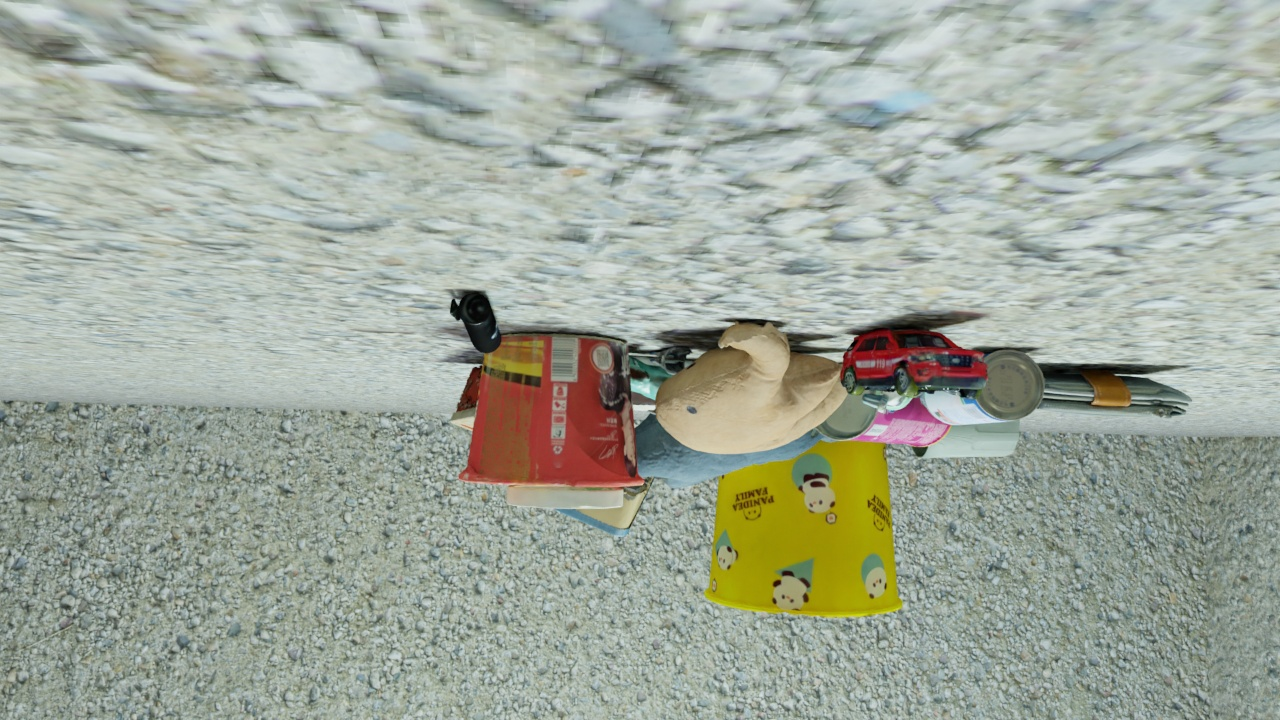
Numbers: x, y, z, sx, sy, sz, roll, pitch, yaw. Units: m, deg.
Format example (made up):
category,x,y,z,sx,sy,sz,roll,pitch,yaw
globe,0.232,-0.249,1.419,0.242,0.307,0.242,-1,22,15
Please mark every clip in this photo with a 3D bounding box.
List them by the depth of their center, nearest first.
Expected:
category,x,y,z,sx,sy,sz,roll,pitch,yaw
clip,0.026,0.000,0.744,0.024,0.029,0.057,9,179,-17

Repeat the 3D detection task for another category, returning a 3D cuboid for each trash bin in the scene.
category,x,y,z,sx,sy,sz,roll,pitch,yaw
trash bin,0.193,0.157,1.093,0.229,0.255,0.229,1,175,0

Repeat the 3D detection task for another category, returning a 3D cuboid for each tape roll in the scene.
category,x,y,z,sx,sy,sz,roll,pitch,yaw
tape roll,-0.055,0.099,0.673,0.086,0.014,0.086,1,174,0

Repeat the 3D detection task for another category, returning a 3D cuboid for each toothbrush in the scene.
category,x,y,z,sx,sy,sz,roll,pitch,yaw
toothbrush,0.200,0.023,0.717,0.027,0.026,0.224,20,-170,19

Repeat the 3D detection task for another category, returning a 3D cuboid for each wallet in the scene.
category,x,y,z,sx,sy,sz,roll,pitch,yaw
wallet,0.399,0.025,0.813,0.130,0.037,0.106,2,-174,7

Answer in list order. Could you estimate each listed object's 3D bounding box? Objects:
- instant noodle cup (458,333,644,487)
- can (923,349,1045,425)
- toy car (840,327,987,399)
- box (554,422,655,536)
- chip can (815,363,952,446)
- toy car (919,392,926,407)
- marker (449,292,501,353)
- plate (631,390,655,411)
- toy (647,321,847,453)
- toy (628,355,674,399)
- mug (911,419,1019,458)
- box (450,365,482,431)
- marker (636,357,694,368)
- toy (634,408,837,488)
category,x,y,z,sx,sy,sz,roll,pitch,yaw
instant noodle cup,-0.063,0.039,0.696,0.138,0.108,0.138,2,175,0
can,0.269,0.024,0.734,0.053,0.053,0.134,1,175,1
toy car,0.166,0.002,0.572,0.053,0.045,0.120,1,-179,-13
box,-0.027,0.112,0.966,0.090,0.060,0.184,24,-163,7
chip can,0.238,0.046,0.895,0.072,0.071,0.210,-2,173,36
toy car,0.296,0.027,0.835,0.034,0.042,0.091,44,156,-29
marker,-0.096,-0.020,0.545,0.022,0.020,0.132,0,175,-6
plate,0.027,0.034,0.997,0.192,0.039,0.192,2,175,0
toy,0.075,0.022,0.666,0.143,0.082,0.226,-25,166,14
toy,0.006,0.016,0.766,0.092,0.030,0.096,18,179,-16
mug,0.374,0.065,1.087,0.103,0.084,0.123,1,-158,-1
box,-0.117,0.035,0.870,0.091,0.076,0.169,24,165,-19
marker,-0.005,0.005,0.813,0.130,0.018,0.022,4,-160,-20
toy,0.090,0.063,0.880,0.355,0.091,0.138,-7,154,-26
